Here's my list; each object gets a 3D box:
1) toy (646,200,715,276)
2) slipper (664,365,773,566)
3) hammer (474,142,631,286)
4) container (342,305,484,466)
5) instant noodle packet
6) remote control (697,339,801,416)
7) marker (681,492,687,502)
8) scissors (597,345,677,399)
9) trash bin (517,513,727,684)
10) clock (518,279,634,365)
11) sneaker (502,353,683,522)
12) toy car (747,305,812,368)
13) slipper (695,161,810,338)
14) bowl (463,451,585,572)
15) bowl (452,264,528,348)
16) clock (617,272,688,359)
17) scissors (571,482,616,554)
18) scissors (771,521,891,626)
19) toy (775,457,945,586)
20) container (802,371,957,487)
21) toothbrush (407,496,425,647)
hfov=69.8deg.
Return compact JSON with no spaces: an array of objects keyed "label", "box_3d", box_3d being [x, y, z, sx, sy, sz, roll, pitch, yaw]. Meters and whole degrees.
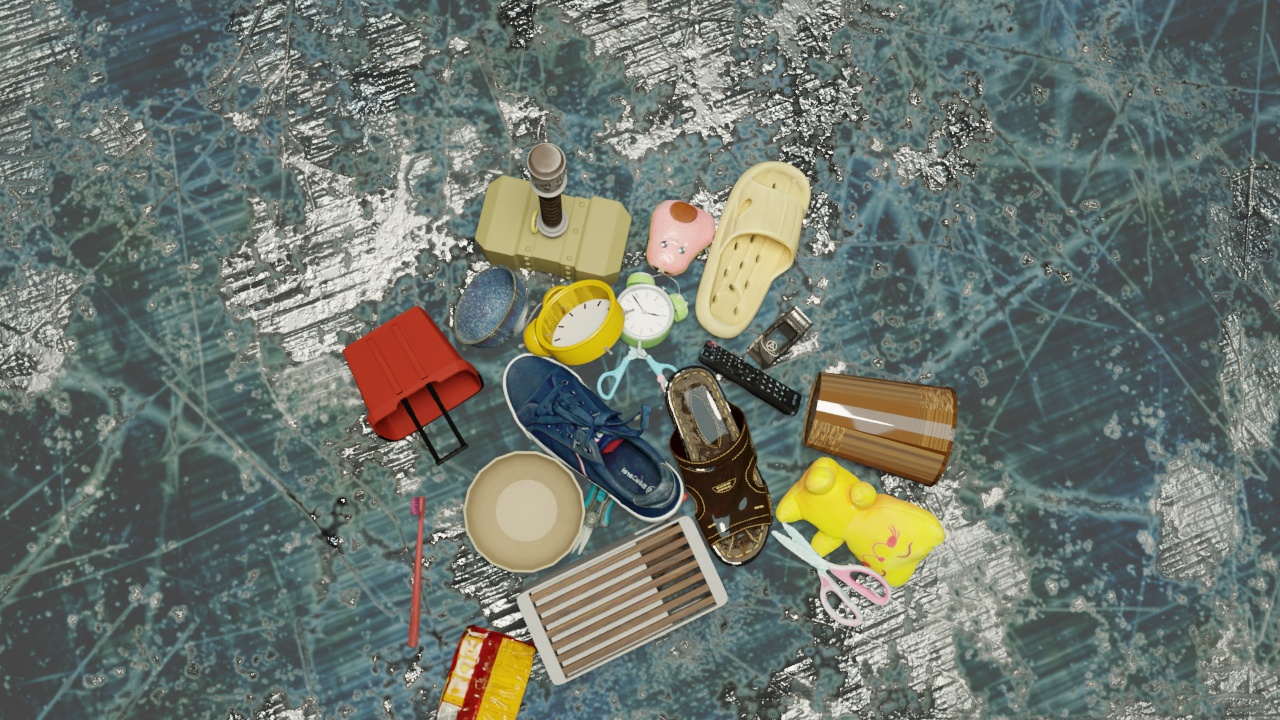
[{"label":"toy","box_3d":[0.050,-0.162,1.238,0.090,0.051,0.109,22,77,-7]},{"label":"slipper","box_3d":[0.101,0.135,1.187,0.113,0.076,0.267,-17,86,-6]},{"label":"hammer","box_3d":[-0.106,-0.183,1.094,0.190,0.325,0.100,13,81,-2]},{"label":"container","box_3d":[-0.270,0.049,1.154,0.148,0.127,0.200,-32,75,-7]},{"label":"instant noodle packet","box_3d":[-0.195,0.408,1.154,0.098,0.040,0.135,17,80,0]},{"label":"remote control","box_3d":[0.145,0.026,1.227,0.150,0.047,0.022,31,125,0]},{"label":"marker","box_3d":[-0.003,0.149,1.214,0.142,0.013,0.012,28,81,1]},{"label":"scissors","box_3d":[-0.009,0.008,1.235,0.133,0.015,0.135,-37,79,-9]},{"label":"trash bin","box_3d":[-0.024,0.290,1.141,0.228,0.114,0.114,-24,84,-6]},{"label":"clock","box_3d":[-0.088,-0.049,1.185,0.152,0.052,0.113,6,58,36]},{"label":"sneaker","box_3d":[-0.066,0.079,1.146,0.294,0.127,0.120,39,80,20]},{"label":"toy car","box_3d":[0.185,-0.030,1.223,0.040,0.037,0.092,46,115,2]},{"label":"slipper","box_3d":[0.154,-0.154,1.221,0.111,0.079,0.261,26,83,-15]},{"label":"bowl","box_3d":[-0.148,0.193,1.179,0.152,0.050,0.152,0,82,-3]},{"label":"bowl","box_3d":[-0.184,-0.062,1.198,0.060,0.114,0.114,32,78,-42]},{"label":"clock","box_3d":[0.008,-0.065,1.224,0.094,0.043,0.119,36,75,6]},{"label":"scissors","box_3d":[-0.056,0.180,1.200,0.127,0.019,0.142,-17,89,1]},{"label":"scissors","box_3d":[0.230,0.279,1.190,0.179,0.016,0.103,33,119,3]},{"label":"toy","box_3d":[0.281,0.206,1.187,0.194,0.135,0.087,29,38,5]},{"label":"container","box_3d":[0.305,0.080,1.188,0.167,0.132,0.132,12,82,4]},{"label":"toothbrush","box_3d":[-0.290,0.270,1.178,0.016,0.016,0.189,1,82,1]}]
